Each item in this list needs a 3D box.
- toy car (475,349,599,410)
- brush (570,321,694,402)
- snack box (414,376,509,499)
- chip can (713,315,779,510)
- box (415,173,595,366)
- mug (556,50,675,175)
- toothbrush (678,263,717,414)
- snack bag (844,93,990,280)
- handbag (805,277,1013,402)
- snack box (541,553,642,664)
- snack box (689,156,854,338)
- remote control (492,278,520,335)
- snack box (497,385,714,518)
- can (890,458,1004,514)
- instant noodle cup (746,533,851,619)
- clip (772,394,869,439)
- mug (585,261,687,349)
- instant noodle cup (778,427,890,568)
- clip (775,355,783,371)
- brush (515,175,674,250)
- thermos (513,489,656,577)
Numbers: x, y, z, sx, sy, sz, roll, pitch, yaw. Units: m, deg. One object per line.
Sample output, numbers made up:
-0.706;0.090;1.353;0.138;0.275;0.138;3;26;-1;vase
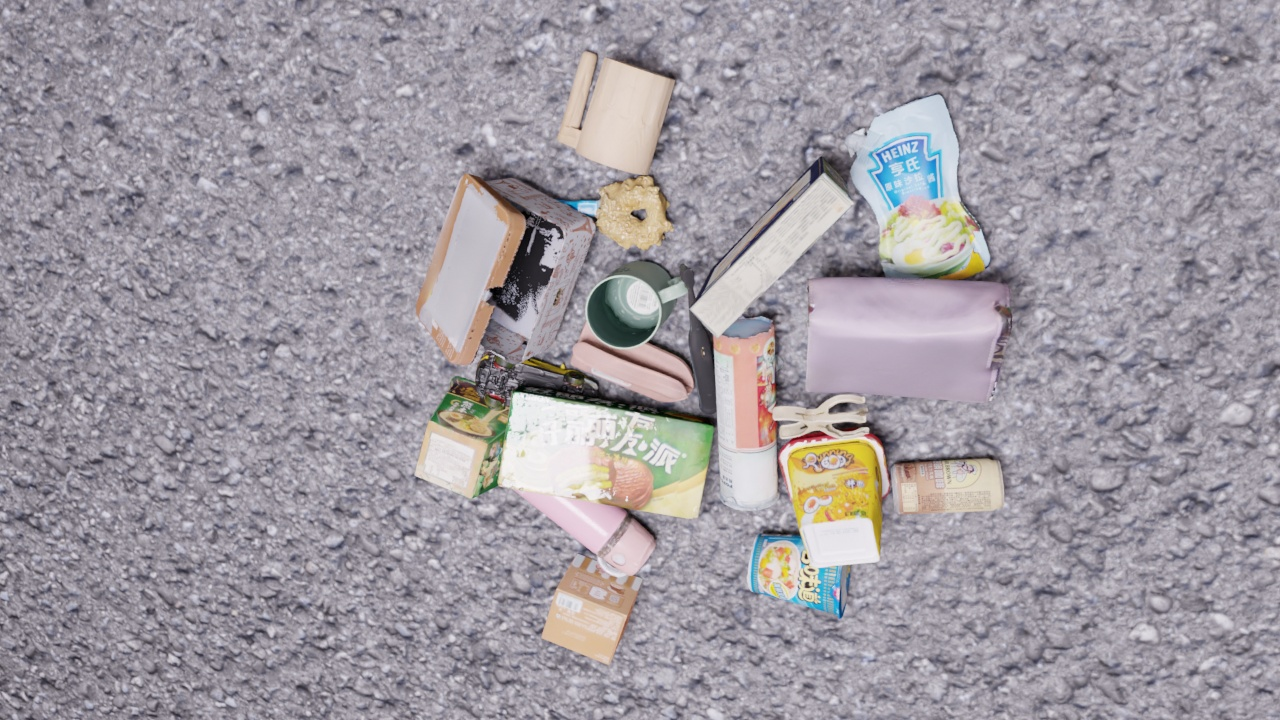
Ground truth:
-0.126;0.034;1.116;0.156;0.041;0.071;15;112;-5;toy car
-0.006;0.006;1.065;0.145;0.073;0.063;24;109;4;brush
-0.215;0.102;1.125;0.117;0.105;0.118;21;109;7;snack box
0.120;0.060;1.038;0.071;0.071;0.215;0;113;13;chip can
-0.165;-0.098;0.997;0.148;0.157;0.182;28;114;12;box
-0.030;-0.270;0.993;0.125;0.084;0.104;30;111;32;mug
0.064;-0.021;1.013;0.026;0.027;0.213;-24;134;-10;toothbrush
0.289;-0.170;0.962;0.110;0.038;0.191;-16;101;29;snack bag
0.270;-0.029;0.952;0.197;0.145;0.098;2;64;11;handbag
-0.060;0.312;1.156;0.093;0.094;0.077;19;109;7;snack box
0.135;-0.120;0.935;0.046;0.182;0.178;43;110;-4;snack box
-0.152;-0.068;1.106;0.056;0.019;0.135;36;111;1;remote control
-0.040;0.106;1.073;0.240;0.063;0.114;10;95;-2;snack box
0.343;0.141;1.029;0.116;0.058;0.058;-5;105;15;can
0.187;0.246;1.083;0.110;0.099;0.099;5;107;20;instant noodle cup
0.195;0.057;0.992;0.103;0.034;0.076;1;144;11;clip
0.005;-0.069;1.021;0.112;0.106;0.082;-19;100;18;mug
0.217;0.154;1.012;0.116;0.123;0.116;-10;128;15;instant noodle cup
0.139;0.013;1.064;0.056;0.027;0.024;-35;89;30;clip
-0.084;-0.176;1.052;0.255;0.045;0.083;7;112;15;brush
-0.077;0.192;1.143;0.198;0.067;0.087;38;126;-1;thermos
